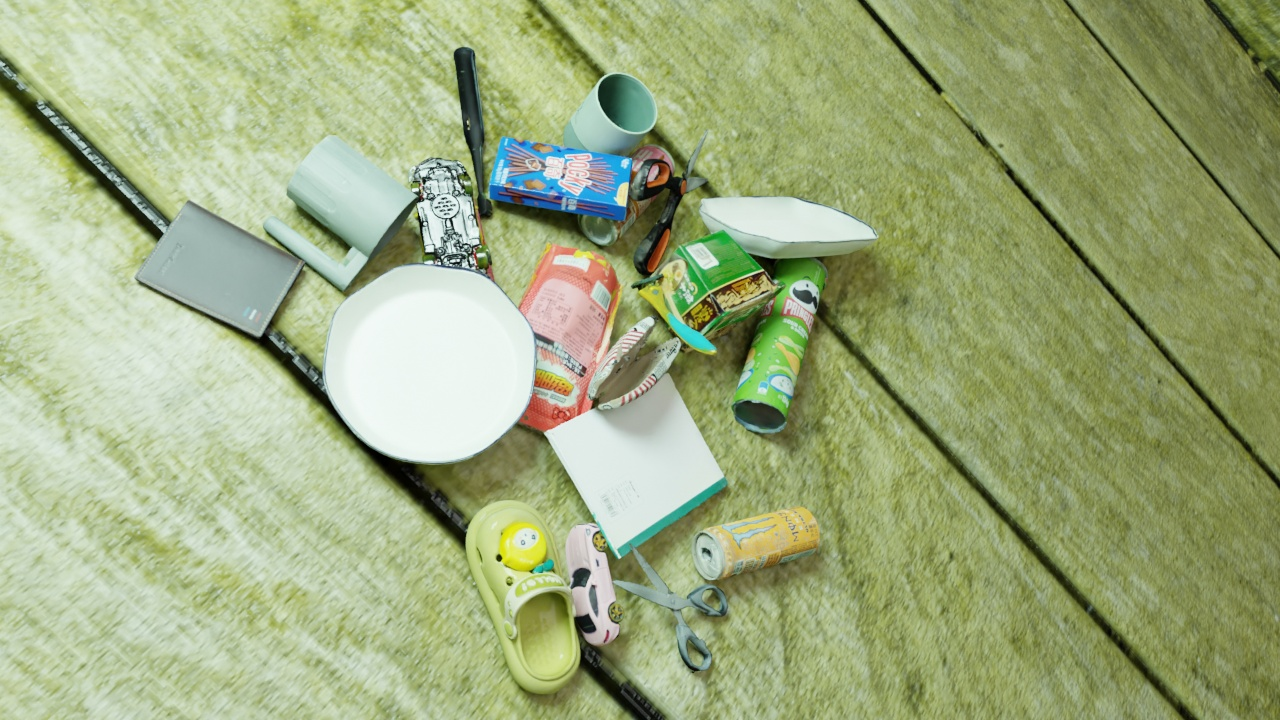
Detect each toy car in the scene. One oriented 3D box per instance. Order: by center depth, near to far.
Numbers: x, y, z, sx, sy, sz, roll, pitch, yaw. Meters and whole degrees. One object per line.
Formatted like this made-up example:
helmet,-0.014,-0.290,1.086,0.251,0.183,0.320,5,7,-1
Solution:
toy car,-0.052,0.226,0.925,0.037,0.056,0.122,-1,70,-38
toy car,-0.205,-0.145,0.989,0.071,0.041,0.155,-11,78,-12

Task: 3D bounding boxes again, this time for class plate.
plate,-0.204,0.005,0.904,0.204,0.046,0.204,4,69,-11
plate,0.191,-0.171,1.193,0.265,0.034,0.162,-10,34,-41

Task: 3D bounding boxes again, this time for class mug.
mug,-0.302,-0.149,0.925,0.103,0.084,0.124,38,81,-10
mug,-0.035,-0.292,1.114,0.082,0.107,0.111,35,57,-12

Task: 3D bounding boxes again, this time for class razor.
razor,0.043,-0.048,1.053,0.043,0.028,0.132,-19,56,-39

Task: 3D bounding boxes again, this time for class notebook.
notebook,0.004,0.108,1.001,0.208,0.012,0.150,-23,82,-49

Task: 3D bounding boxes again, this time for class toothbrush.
toothbrush,-0.192,-0.264,1.062,0.027,0.026,0.212,18,59,-61

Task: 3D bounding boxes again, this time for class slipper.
slipper,-0.100,0.223,0.883,0.091,0.082,0.190,-12,80,-36

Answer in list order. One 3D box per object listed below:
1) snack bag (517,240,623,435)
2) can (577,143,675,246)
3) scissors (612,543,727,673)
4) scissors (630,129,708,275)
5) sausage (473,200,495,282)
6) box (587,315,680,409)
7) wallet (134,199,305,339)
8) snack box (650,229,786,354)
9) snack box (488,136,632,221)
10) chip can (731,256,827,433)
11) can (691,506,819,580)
snack bag,-0.089,-0.021,1.002,0.128,0.073,0.207,29,65,-27
can,-0.016,-0.203,1.119,0.058,0.058,0.146,43,55,-8
scissors,0.037,0.256,0.961,0.171,0.014,0.159,-11,90,-46
scissors,0.035,-0.200,1.130,0.220,0.022,0.224,8,97,-69
sausage,-0.177,-0.115,1.013,0.020,0.020,0.155,-7,74,-32
box,-0.001,0.014,1.011,0.079,0.074,0.163,37,29,0
wallet,-0.397,-0.086,0.874,0.122,0.020,0.096,29,59,-15
snack box,0.081,-0.088,1.096,0.118,0.118,0.105,-26,80,-38
snack box,-0.090,-0.210,1.056,0.157,0.026,0.084,9,52,-4
chip can,0.176,-0.025,1.150,0.072,0.072,0.235,31,59,-16
can,0.132,0.206,1.038,0.145,0.058,0.058,-7,74,-32
